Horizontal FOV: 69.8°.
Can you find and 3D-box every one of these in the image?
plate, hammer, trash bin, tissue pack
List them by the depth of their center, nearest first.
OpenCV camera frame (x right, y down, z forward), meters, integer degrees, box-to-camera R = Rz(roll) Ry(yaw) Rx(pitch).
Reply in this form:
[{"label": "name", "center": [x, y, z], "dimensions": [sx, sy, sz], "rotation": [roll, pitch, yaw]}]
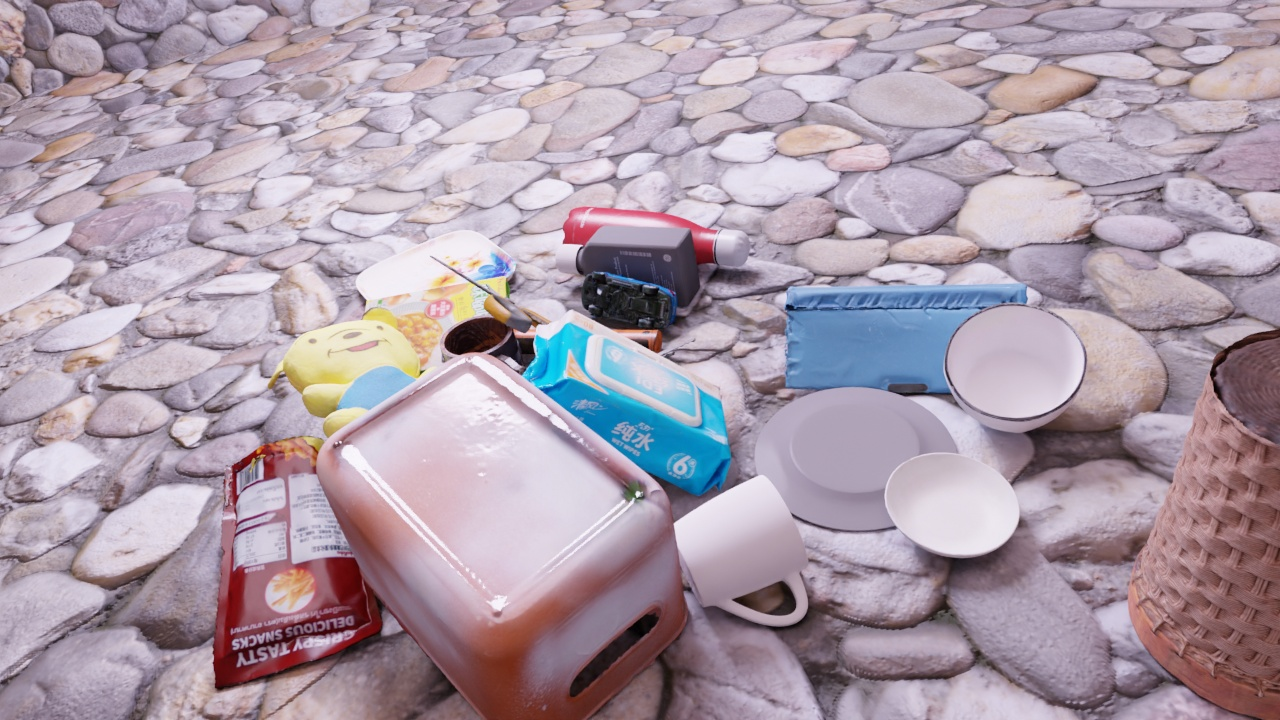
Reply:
[{"label": "trash bin", "center": [0.407, 0.104, 0.579], "dimensions": [0.151, 0.210, 0.151], "rotation": [-8, 37, 6]}, {"label": "trash bin", "center": [-0.105, 0.132, 0.701], "dimensions": [0.181, 0.158, 0.260], "rotation": [-35, 52, -27]}, {"label": "plate", "center": [0.252, 0.122, 0.748], "dimensions": [0.104, 0.026, 0.104], "rotation": [-5, 43, 4]}, {"label": "plate", "center": [0.192, 0.081, 0.829], "dimensions": [0.178, 0.012, 0.178], "rotation": [-7, 39, 6]}, {"label": "tissue pack", "center": [-0.012, 0.035, 0.832], "dimensions": [0.209, 0.066, 0.116], "rotation": [27, 30, -17]}, {"label": "hammer", "center": [-0.129, -0.030, 1.052], "dimensions": [0.315, 0.035, 0.137], "rotation": [1, 46, 14]}, {"label": "plate", "center": [-0.271, -0.109, 1.218], "dimensions": [0.186, 0.016, 0.187], "rotation": [-28, 39, -21]}]

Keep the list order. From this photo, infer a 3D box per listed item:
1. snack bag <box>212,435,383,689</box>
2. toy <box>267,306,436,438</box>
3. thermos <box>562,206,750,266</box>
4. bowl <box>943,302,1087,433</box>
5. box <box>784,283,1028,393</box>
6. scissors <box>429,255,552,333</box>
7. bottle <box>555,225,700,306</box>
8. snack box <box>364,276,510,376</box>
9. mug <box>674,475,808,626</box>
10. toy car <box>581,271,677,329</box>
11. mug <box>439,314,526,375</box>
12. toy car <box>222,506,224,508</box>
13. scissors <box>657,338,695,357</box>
[{"label": "snack bag", "center": [-0.304, 0.166, 0.803], "dimensions": [0.139, 0.067, 0.207], "rotation": [-12, 52, -9]}, {"label": "toy", "center": [-0.265, 0.027, 0.883], "dimensions": [0.148, 0.084, 0.214], "rotation": [-11, 32, -37]}, {"label": "thermos", "center": [0.020, -0.148, 1.142], "dimensions": [0.240, 0.073, 0.073], "rotation": [8, 41, 25]}, {"label": "bowl", "center": [0.332, 0.013, 0.820], "dimensions": [0.116, 0.066, 0.116], "rotation": [-8, 61, 15]}, {"label": "box", "center": [0.265, -0.015, 0.931], "dimensions": [0.232, 0.094, 0.112], "rotation": [1, 82, 14]}, {"label": "scissors", "center": [-0.125, -0.049, 0.936], "dimensions": [0.225, 0.016, 0.229], "rotation": [31, 4, -1]}, {"label": "bottle", "center": [-0.020, -0.117, 1.104], "dimensions": [0.174, 0.084, 0.046], "rotation": [7, 40, 25]}, {"label": "snack box", "center": [-0.230, -0.030, 1.028], "dimensions": [0.168, 0.027, 0.131], "rotation": [-10, 47, 3]}, {"label": "mug", "center": [0.081, 0.159, 0.720], "dimensions": [0.087, 0.081, 0.114], "rotation": [-24, 69, -7]}, {"label": "toy car", "center": [-0.013, -0.069, 1.064], "dimensions": [0.120, 0.056, 0.043], "rotation": [15, 18, 24]}, {"label": "mug", "center": [-0.142, 0.024, 0.925], "dimensions": [0.079, 0.107, 0.116], "rotation": [-35, 42, -28]}, {"label": "toy car", "center": [-0.346, 0.137, 0.889], "dimensions": [0.105, 0.032, 0.048], "rotation": [-19, 52, -21]}, {"label": "scissors", "center": [-0.016, 0.012, 0.932], "dimensions": [0.147, 0.014, 0.141], "rotation": [-26, 3, -8]}]
